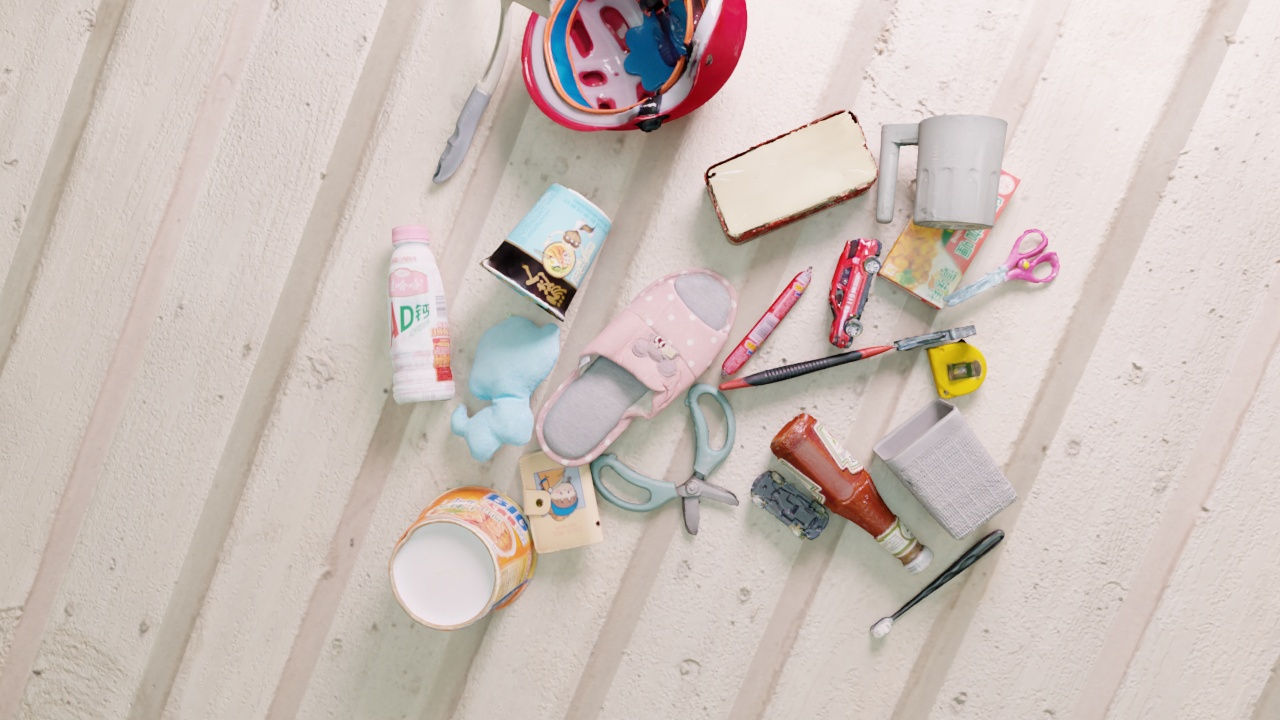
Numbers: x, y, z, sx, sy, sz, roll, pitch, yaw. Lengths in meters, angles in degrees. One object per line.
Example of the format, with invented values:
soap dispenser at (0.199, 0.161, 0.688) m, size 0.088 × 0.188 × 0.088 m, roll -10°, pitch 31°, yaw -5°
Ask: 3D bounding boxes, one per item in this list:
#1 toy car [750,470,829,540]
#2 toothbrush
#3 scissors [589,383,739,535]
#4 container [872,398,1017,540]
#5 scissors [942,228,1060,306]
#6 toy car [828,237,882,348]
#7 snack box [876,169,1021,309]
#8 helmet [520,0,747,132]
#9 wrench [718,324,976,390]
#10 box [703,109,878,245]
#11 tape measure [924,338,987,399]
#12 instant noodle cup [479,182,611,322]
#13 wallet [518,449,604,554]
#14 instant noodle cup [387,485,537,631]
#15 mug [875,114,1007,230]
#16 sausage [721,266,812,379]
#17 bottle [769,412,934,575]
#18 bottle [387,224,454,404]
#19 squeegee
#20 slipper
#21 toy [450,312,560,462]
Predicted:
toy car at (0.162, 0.156, 0.997) m, size 0.090 × 0.034 × 0.043 m, roll 35°, pitch 98°, yaw 6°
toothbrush at (0.321, 0.242, 0.991) m, size 0.181 × 0.018 × 0.015 m, roll -41°, pitch 84°, yaw 5°
scissors at (0.029, 0.106, 1.019) m, size 0.170 × 0.019 × 0.173 m, roll 5°, pitch 94°, yaw 5°
container at (0.316, 0.114, 0.951) m, size 0.090 × 0.090 × 0.114 m, roll -38°, pitch 90°, yaw 7°
scissors at (0.374, -0.092, 0.960) m, size 0.135 × 0.017 × 0.063 m, roll -23°, pitch 96°, yaw -5°
toy car at (0.223, -0.072, 0.973) m, size 0.045 × 0.053 × 0.120 m, roll 14°, pitch 91°, yaw 7°
snack box at (0.324, -0.140, 0.970) m, size 0.077 × 0.027 × 0.156 m, roll 31°, pitch 95°, yaw 5°
helmet at (0.007, -0.334, 0.944) m, size 0.241 × 0.143 × 0.207 m, roll -27°, pitch 78°, yaw 31°
wrench at (0.217, -0.001, 0.979) m, size 0.274 × 0.056 × 0.016 m, roll -13°, pitch 88°, yaw 11°
box at (0.157, -0.189, 0.961) m, size 0.168 × 0.079 × 0.091 m, roll -22°, pitch 89°, yaw 8°
tape measure at (0.337, 0.009, 0.973) m, size 0.057 × 0.029 × 0.060 m, roll -14°, pitch 91°, yaw 6°
instant noodle cup at (-0.095, -0.121, 0.985) m, size 0.111 × 0.111 × 0.120 m, roll 34°, pitch 88°, yaw 4°
wallet at (-0.092, 0.154, 1.027) m, size 0.087 × 0.024 × 0.115 m, roll -14°, pitch 83°, yaw 15°
instant noodle cup at (-0.198, 0.220, 1.003) m, size 0.151 × 0.111 × 0.151 m, roll 0°, pitch 92°, yaw 7°
mug at (0.299, -0.187, 0.924) m, size 0.124 × 0.083 × 0.103 m, roll 6°, pitch 94°, yaw 34°
sausage at (0.138, -0.040, 1.000) m, size 0.020 × 0.020 × 0.156 m, roll 40°, pitch 96°, yaw 4°
bottle at (0.228, 0.144, 0.977) m, size 0.206 × 0.059 × 0.060 m, roll 45°, pitch 96°, yaw 3°
bottle at (-0.250, -0.051, 1.023) m, size 0.068 × 0.068 × 0.197 m, roll -6°, pitch 89°, yaw 7°
squeegee at (-0.173, -0.301, 0.996) m, size 0.246 × 0.039 × 0.247 m, roll 49°, pitch 123°, yaw 44°
slipper at (-0.006, 0.006, 0.992) m, size 0.274 × 0.054 × 0.114 m, roll -43°, pitch 83°, yaw 0°
toy at (-0.150, 0.022, 1.016) m, size 0.162 × 0.049 × 0.156 m, roll -24°, pitch 71°, yaw 18°
